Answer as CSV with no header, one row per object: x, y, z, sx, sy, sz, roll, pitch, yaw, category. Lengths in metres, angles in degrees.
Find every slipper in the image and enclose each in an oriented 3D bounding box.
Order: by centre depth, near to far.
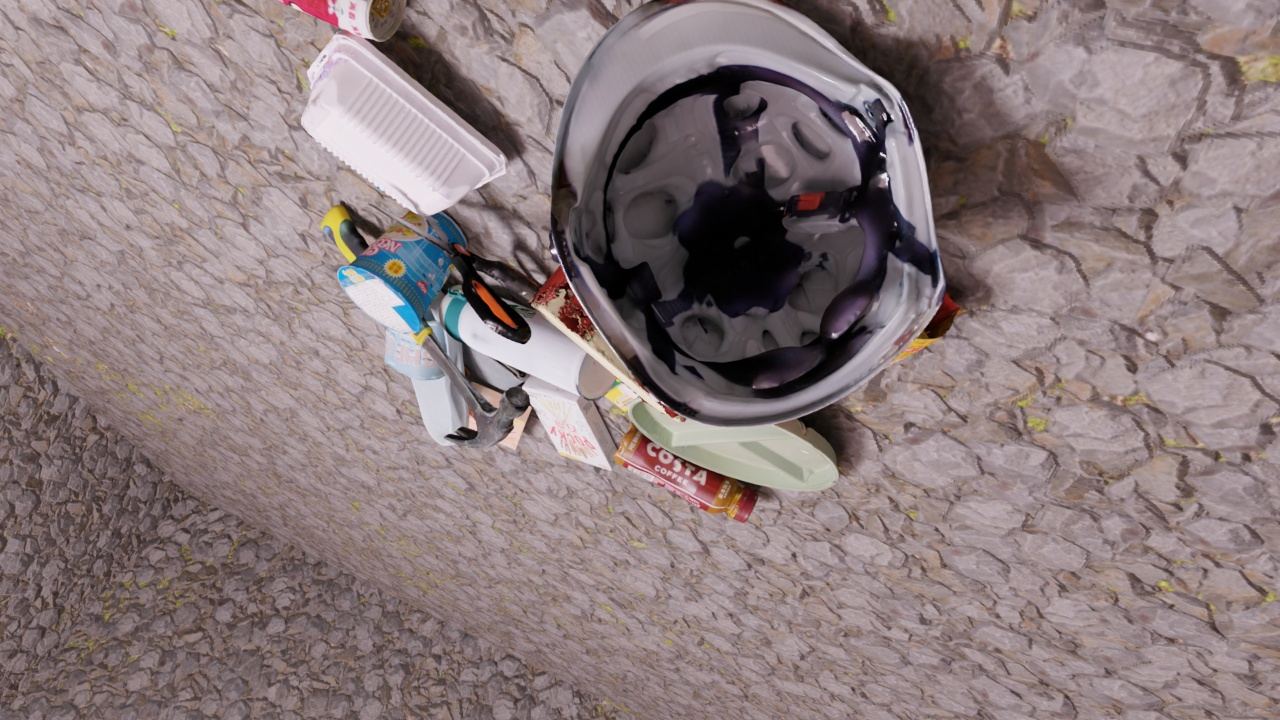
-0.266,0.004,1.110,0.104,0.074,0.246,27,133,40,slipper

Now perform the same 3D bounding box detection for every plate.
0.098,0.080,0.960,0.230,0.027,0.230,19,159,7,plate

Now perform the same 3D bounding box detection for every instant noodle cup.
-0.215,-0.191,0.795,0.173,0.060,0.138,39,160,-25,instant noodle cup
-0.237,-0.099,0.944,0.099,0.109,0.099,24,151,14,instant noodle cup

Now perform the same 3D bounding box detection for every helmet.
0.060,-0.090,0.596,0.258,0.229,0.146,63,179,1,helmet

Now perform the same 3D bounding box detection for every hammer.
-0.250,-0.037,1.011,0.323,0.031,0.126,50,131,10,hammer

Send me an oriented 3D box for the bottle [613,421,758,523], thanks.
0.055,0.136,1.096,0.175,0.057,0.058,28,152,4,bottle

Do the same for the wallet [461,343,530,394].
-0.208,0.008,1.161,0.106,0.036,0.130,37,152,-15,wallet

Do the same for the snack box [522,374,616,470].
-0.087,0.080,1.174,0.085,0.026,0.157,14,147,28,snack box

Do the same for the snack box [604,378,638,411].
-0.006,0.006,0.979,0.077,0.027,0.156,39,150,-12,snack box

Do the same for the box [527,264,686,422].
-0.018,-0.014,0.818,0.168,0.077,0.091,40,174,-17,box

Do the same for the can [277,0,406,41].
-0.250,-0.293,0.706,0.133,0.053,0.053,25,151,10,can

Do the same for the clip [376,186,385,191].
-0.245,-0.185,0.908,0.014,0.046,0.057,44,148,-21,clip

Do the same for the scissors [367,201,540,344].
-0.156,-0.091,0.875,0.230,0.022,0.220,50,-165,29,scissors

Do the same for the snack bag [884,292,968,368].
0.156,-0.017,0.746,0.128,0.073,0.208,14,156,-16,snack bag

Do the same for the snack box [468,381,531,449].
-0.195,0.076,1.223,0.084,0.026,0.157,24,159,-4,snack box

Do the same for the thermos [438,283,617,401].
-0.126,-0.026,0.978,0.224,0.073,0.073,21,151,34,thermos
